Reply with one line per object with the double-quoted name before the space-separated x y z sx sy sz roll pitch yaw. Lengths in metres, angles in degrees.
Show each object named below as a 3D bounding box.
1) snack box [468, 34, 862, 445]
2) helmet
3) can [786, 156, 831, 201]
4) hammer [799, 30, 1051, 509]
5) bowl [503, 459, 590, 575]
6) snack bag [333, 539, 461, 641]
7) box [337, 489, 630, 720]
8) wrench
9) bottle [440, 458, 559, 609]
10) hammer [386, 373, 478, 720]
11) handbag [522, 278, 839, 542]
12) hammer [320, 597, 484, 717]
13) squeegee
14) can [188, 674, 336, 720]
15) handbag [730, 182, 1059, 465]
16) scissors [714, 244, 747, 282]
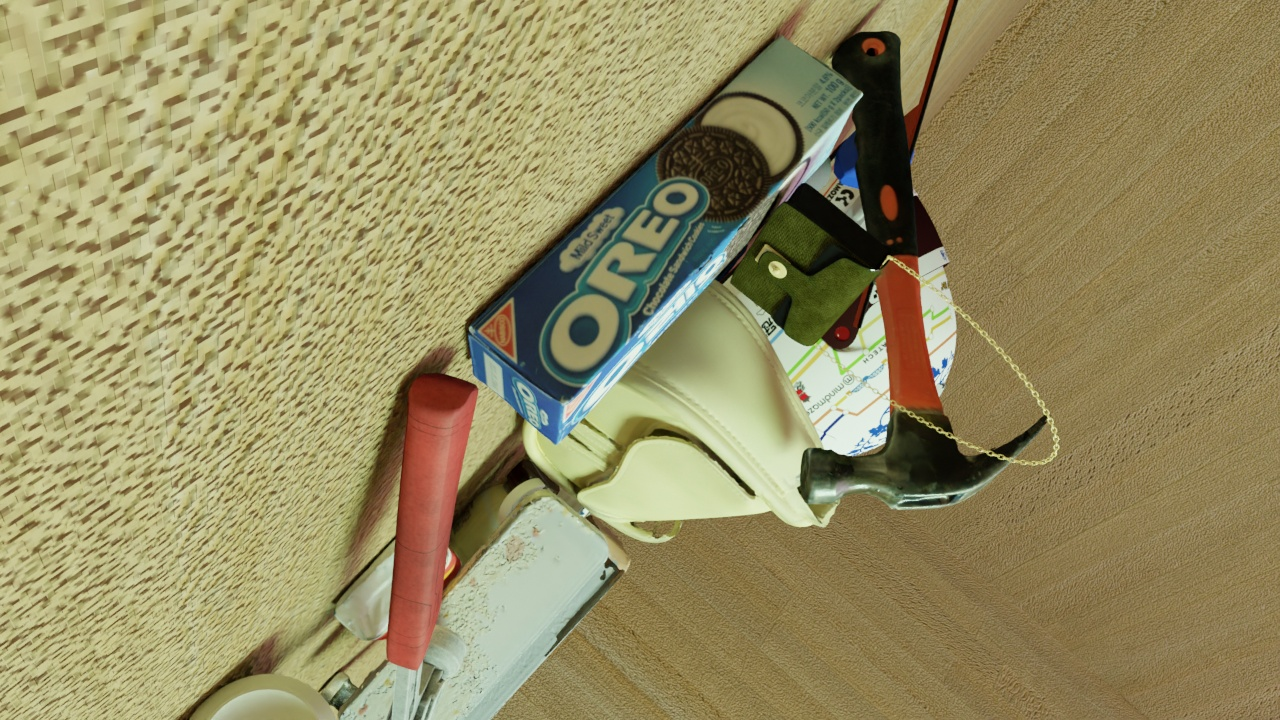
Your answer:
"snack box" 0.016 -0.063 0.437 0.226 0.059 0.060 -46 170 -21
"helmet" 0.195 -0.032 0.914 0.315 0.236 0.230 -48 169 15
"can" 0.117 -0.143 0.720 0.044 0.044 0.106 -53 173 34
"hammer" 0.153 -0.073 0.556 0.033 0.133 0.332 88 2 -63
"bowl" -0.092 0.136 0.836 0.177 0.071 0.177 -49 174 -7
"snack bag" -0.159 0.152 0.620 0.077 0.036 0.116 -48 174 -17
"box" -0.112 0.193 0.678 0.216 0.096 0.105 -47 -173 -3
"wrench" -0.140 0.197 0.701 0.047 0.009 0.274 6 121 -54
"bottle" -0.129 0.151 0.728 0.162 0.056 0.056 -49 174 6
"hammer" -0.115 0.126 0.472 0.125 0.036 0.317 -71 178 -48
"handbag" 0.008 0.052 0.588 0.088 0.191 0.233 -50 -166 -29
"hammer" -0.164 0.253 0.909 0.036 0.140 0.325 -53 -179 34
"squeegee" 0.178 -0.153 0.703 0.184 0.055 0.249 -37 142 -82
"can" -0.217 0.234 0.518 0.078 0.079 0.146 -44 172 -39
"handbag" 0.129 -0.007 0.457 0.027 0.178 0.084 -46 172 -34
"scissors" 0.076 -0.075 0.990 0.131 0.019 0.105 -46 176 -14
